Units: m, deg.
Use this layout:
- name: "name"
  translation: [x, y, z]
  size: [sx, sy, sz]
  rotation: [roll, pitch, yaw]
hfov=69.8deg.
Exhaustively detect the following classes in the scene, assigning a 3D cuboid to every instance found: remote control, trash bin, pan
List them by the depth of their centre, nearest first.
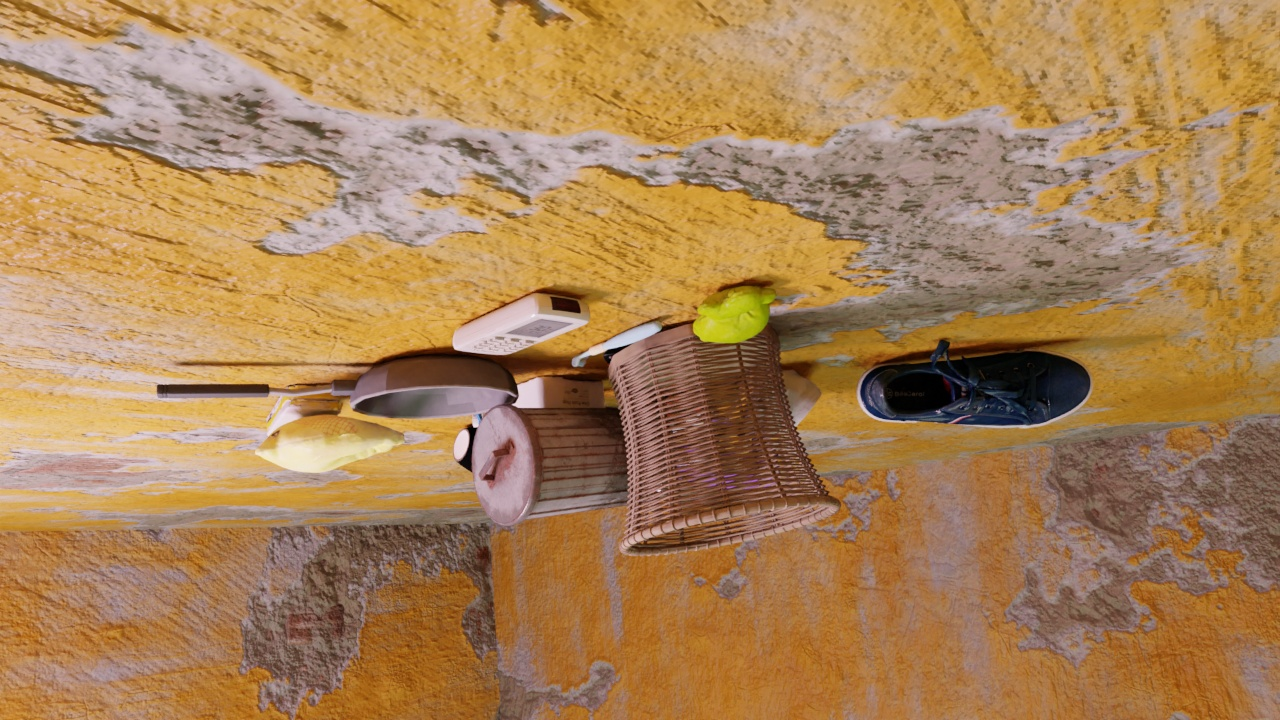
- name: "remote control"
  translation: [-0.109, -0.030, 0.820]
  size: [0.060, 0.025, 0.139]
  rotation: [7, 163, -43]
- name: "pan"
  translation: [-0.303, 0.027, 0.957]
  size: [0.356, 0.041, 0.179]
  rotation: [0, 166, -25]
- name: "remote control"
  translation: [-0.006, 0.006, 1.044]
  size: [0.041, 0.020, 0.152]
  rotation: [-7, 166, 10]
- name: "trash bin"
  translation: [-0.083, 0.114, 1.045]
  size: [0.210, 0.130, 0.131]
  rotation: [1, 166, -40]

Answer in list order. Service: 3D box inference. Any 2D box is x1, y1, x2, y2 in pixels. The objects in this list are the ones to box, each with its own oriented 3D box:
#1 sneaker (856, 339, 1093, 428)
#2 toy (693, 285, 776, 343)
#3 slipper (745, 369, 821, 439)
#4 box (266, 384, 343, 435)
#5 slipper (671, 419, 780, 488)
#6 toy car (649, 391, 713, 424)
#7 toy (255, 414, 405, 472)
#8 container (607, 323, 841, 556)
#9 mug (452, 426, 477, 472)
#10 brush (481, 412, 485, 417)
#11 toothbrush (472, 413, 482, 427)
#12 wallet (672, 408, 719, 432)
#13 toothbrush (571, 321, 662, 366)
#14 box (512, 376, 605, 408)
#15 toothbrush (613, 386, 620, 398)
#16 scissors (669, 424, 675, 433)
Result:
- name: "sneaker"
  translation: [0.430, 0.032, 1.153]
  size: [0.294, 0.120, 0.127]
  rotation: [-3, 180, 2]
- name: "toy"
  translation: [0.084, -0.042, 0.831]
  size: [0.094, 0.036, 0.093]
  rotation: [-20, 157, 28]
- name: "slipper"
  translation: [0.185, 0.064, 1.264]
  size: [0.112, 0.074, 0.247]
  rotation: [-36, 172, -7]
- name: "box"
  translation: [-0.410, 0.064, 1.112]
  size: [0.064, 0.033, 0.210]
  rotation: [3, 164, -28]
- name: "slipper"
  translation: [0.107, 0.113, 1.192]
  size: [0.107, 0.084, 0.266]
  rotation: [-9, 165, 27]
- name: "toy car"
  translation: [0.051, 0.062, 1.244]
  size: [0.051, 0.048, 0.100]
  rotation: [3, 165, -34]
- name: "toy"
  translation: [-0.349, 0.092, 1.029]
  size: [0.154, 0.064, 0.171]
  rotation: [-1, 172, -24]
- name: "container"
  translation: [0.073, 0.084, 0.962]
  size: [0.227, 0.196, 0.227]
  rotation: [-10, 162, -3]
- name: "mug"
  translation: [-0.239, 0.135, 1.416]
  size: [0.100, 0.085, 0.119]
  rotation: [19, -174, -34]
- name: "brush"
  translation: [-0.110, 0.098, 1.320]
  size: [0.083, 0.056, 0.270]
  rotation: [-19, 162, 42]
- name: "toothbrush"
  translation: [-0.224, 0.070, 1.244]
  size: [0.014, 0.016, 0.167]
  rotation: [-1, 166, -6]
- name: "wallet"
  translation: [0.056, 0.082, 1.375]
  size: [0.116, 0.032, 0.086]
  rotation: [-19, 160, 18]
- name: "toothbrush"
  translation: [-0.026, -0.017, 0.940]
  size: [0.022, 0.016, 0.155]
  rotation: [-37, -171, -36]
- name: "box"
  translation: [-0.132, 0.076, 1.176]
  size: [0.110, 0.083, 0.191]
  rotation: [7, 146, -39]
- name: "toothbrush"
  translation: [0.020, 0.023, 1.138]
  size: [0.016, 0.016, 0.167]
  rotation: [7, 162, -39]
- name: "scissors"
  translation: [0.006, 0.118, 1.343]
  size: [0.012, 0.131, 0.170]
  rotation: [35, 165, -21]
